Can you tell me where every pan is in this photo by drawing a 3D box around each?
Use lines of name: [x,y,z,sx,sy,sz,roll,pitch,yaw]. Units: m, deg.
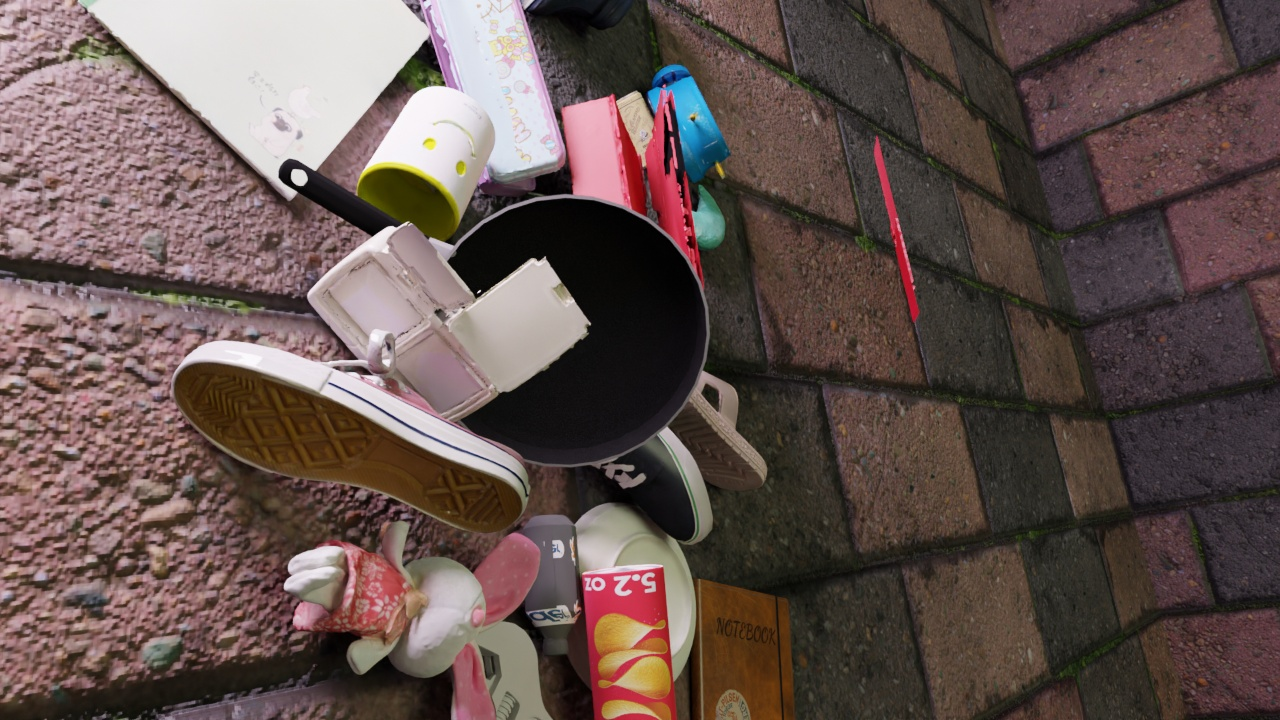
pan: [-0.112,-0.055,0.716,0.356,0.225,0.034,31,14,-17]

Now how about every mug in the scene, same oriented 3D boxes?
mug: [-0.171,-0.159,0.747,0.082,0.083,0.106,43,45,-31]

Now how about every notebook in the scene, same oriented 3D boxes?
notebook: [0.111,0.359,0.926,0.178,0.014,0.248,24,57,-43]
notebook: [-0.281,-0.266,0.717,0.182,0.010,0.251,47,43,-27]

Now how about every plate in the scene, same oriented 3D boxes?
plate: [-0.002,0.217,0.832,0.182,0.034,0.182,24,57,-43]

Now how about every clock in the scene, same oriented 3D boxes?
clock: [0.054,-0.281,1.072,0.117,0.060,0.161,53,16,-41]

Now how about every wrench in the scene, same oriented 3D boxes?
wrench: [-0.059,0.312,0.736,0.273,0.018,0.086,52,41,-24]

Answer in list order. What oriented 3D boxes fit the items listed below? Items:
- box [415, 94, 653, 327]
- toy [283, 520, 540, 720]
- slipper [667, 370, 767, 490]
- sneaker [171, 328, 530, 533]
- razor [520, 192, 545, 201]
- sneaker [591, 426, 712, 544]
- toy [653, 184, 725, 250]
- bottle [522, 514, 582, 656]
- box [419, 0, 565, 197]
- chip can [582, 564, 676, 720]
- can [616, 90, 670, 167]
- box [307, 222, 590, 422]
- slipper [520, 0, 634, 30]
box: [-0.120,-0.105,0.925,0.153,0.326,0.213,21,58,-62]
toy: [-0.154,0.170,0.626,0.194,0.084,0.158,38,55,-37]
slipper: [0.051,0.052,0.922,0.239,0.094,0.064,45,48,-38]
sneaker: [-0.183,0.038,0.623,0.241,0.119,0.087,26,34,-22]
razor: [-0.096,-0.086,0.825,0.067,0.054,0.151,95,5,-65]
sneaker: [-0.024,0.078,0.827,0.078,0.084,0.235,-37,95,-42]
toy: [0.065,-0.168,1.085,0.105,0.033,0.085,-20,79,-52]
bottle: [-0.072,0.183,0.750,0.047,0.047,0.112,14,64,-48]
box: [-0.140,-0.260,0.834,0.077,0.096,0.214,-16,87,-36]
chip can: [-0.005,0.278,0.735,0.069,0.069,0.220,5,76,-50]
can: [0.000,-0.260,1.036,0.038,0.038,0.079,-43,109,-50]
box: [-0.142,-0.026,0.630,0.143,0.192,0.068,50,39,-15]
slipper: [-0.037,-0.418,1.003,0.095,0.105,0.252,56,37,-7]
